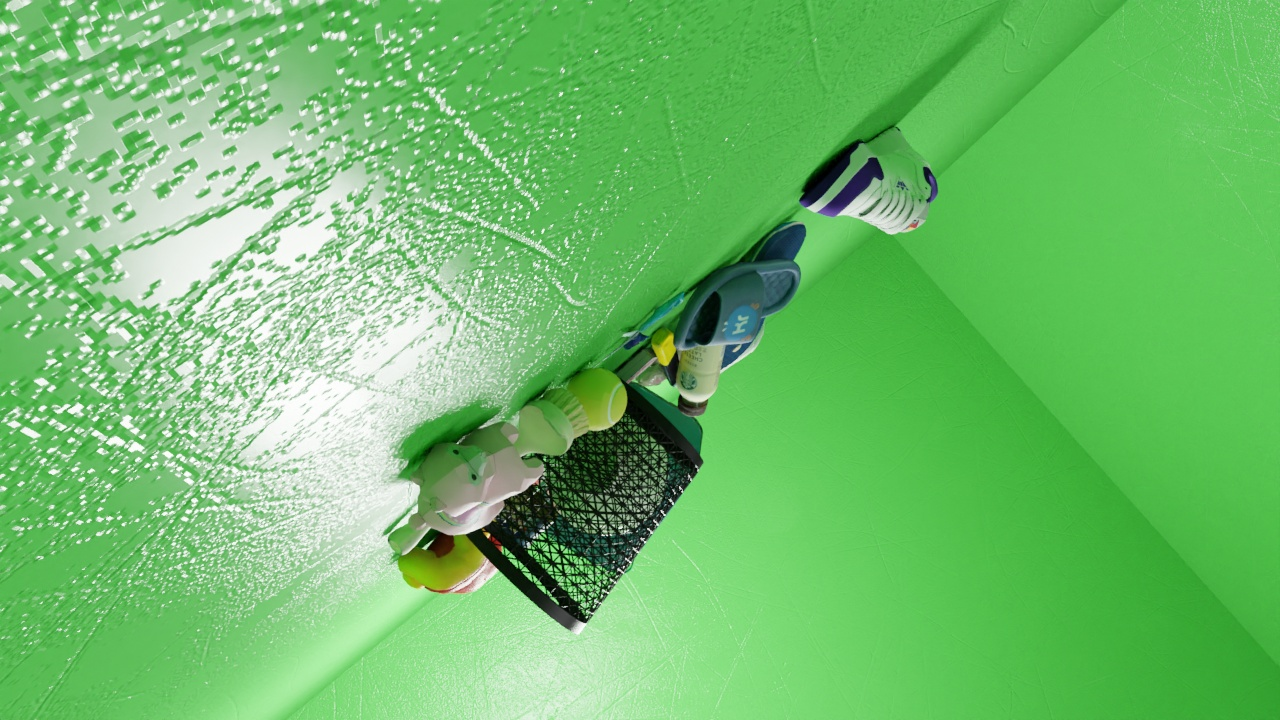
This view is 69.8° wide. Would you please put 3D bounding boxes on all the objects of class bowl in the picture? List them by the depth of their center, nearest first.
[{"bbox_3d":[-0.055,0.144,1.229,0.177,0.177,0.071,-41,163,3],"label":"bowl"}]

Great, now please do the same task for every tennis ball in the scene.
[{"bbox_3d":[-0.047,0.040,0.950,0.065,0.065,0.065,-40,175,-5],"label":"tennis ball"}]

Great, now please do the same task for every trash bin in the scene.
[{"bbox_3d":[-0.067,0.156,1.090,0.243,0.217,0.217,-46,175,-8],"label":"trash bin"},{"bbox_3d":[-0.028,0.173,1.429,0.219,0.196,0.198,-52,-166,31],"label":"trash bin"}]

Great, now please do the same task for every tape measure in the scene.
[{"bbox_3d":[-0.007,0.007,1.195,0.060,0.020,0.062,-41,175,12],"label":"tape measure"}]

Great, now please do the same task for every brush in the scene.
[{"bbox_3d":[-0.159,0.118,0.924,0.273,0.062,0.077,-38,171,20],"label":"brush"}]

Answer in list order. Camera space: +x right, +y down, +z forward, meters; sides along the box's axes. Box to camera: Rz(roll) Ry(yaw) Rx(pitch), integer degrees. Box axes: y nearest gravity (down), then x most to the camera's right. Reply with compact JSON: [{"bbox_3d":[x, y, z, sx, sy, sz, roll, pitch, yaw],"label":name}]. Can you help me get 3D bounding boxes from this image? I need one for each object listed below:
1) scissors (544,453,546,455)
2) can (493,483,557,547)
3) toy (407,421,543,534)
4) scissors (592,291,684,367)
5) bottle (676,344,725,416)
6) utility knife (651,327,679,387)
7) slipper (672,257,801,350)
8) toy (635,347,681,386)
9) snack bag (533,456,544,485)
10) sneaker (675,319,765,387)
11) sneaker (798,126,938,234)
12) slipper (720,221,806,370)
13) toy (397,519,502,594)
[{"bbox_3d":[-0.107,0.109,1.386,0.125,0.011,0.128,-37,176,-39],"label":"scissors"},{"bbox_3d":[-0.165,0.199,1.247,0.059,0.100,0.053,-43,171,17],"label":"can"},{"bbox_3d":[-0.149,0.104,0.778,0.123,0.067,0.157,-41,171,21],"label":"toy"},{"bbox_3d":[-0.001,-0.029,0.976,0.127,0.014,0.133,-40,176,2],"label":"scissors"},{"bbox_3d":[0.079,0.001,1.199,0.056,0.056,0.162,-35,145,-43],"label":"bottle"},{"bbox_3d":[0.038,0.001,1.207,0.028,0.020,0.174,-50,159,-12],"label":"utility knife"},{"bbox_3d":[0.123,-0.068,1.090,0.213,0.059,0.104,-23,139,-36],"label":"slipper"},{"bbox_3d":[0.029,0.001,1.279,0.087,0.050,0.112,-39,180,-14],"label":"toy"},{"bbox_3d":[-0.190,0.194,1.377,0.115,0.036,0.077,-39,175,-13],"label":"snack bag"},{"bbox_3d":[0.131,-0.042,1.493,0.234,0.087,0.079,-41,145,-39],"label":"sneaker"},{"bbox_3d":[0.269,-0.186,1.038,0.243,0.111,0.092,-34,172,-49],"label":"sneaker"},{"bbox_3d":[0.131,-0.085,1.225,0.118,0.060,0.296,-30,157,-35],"label":"slipper"},{"bbox_3d":[-0.258,0.275,1.286,0.147,0.098,0.216,-30,169,-10],"label":"toy"}]
